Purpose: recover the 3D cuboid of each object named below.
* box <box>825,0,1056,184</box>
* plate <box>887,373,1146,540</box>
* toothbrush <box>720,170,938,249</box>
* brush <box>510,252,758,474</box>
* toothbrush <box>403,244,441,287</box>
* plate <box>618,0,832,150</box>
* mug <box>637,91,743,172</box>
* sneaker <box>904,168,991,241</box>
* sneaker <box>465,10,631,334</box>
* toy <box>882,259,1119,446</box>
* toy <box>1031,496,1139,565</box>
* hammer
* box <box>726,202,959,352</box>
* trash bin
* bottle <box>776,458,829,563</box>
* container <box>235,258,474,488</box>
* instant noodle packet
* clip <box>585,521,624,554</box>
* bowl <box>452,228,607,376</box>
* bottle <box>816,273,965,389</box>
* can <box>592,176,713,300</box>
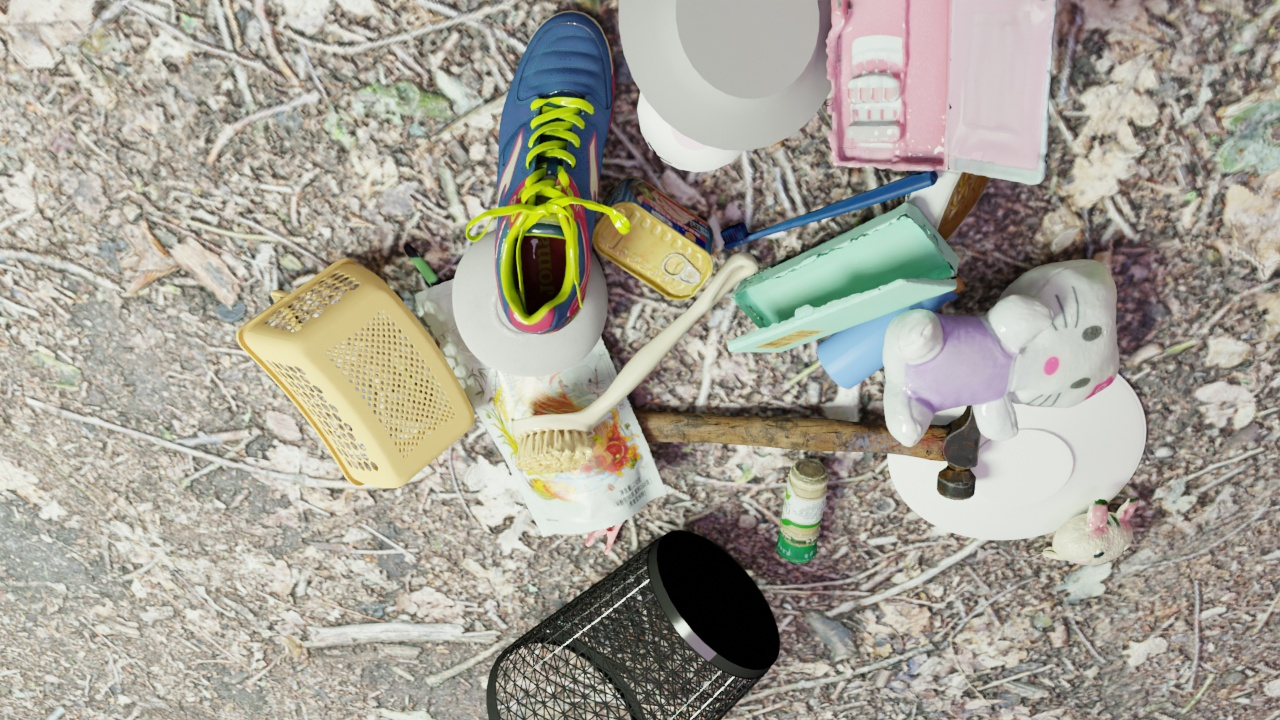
[{"bbox_3d":[0.192,-0.234,0.579,0.055,0.180,0.233,-20,116,-32],"label":"box"},{"bbox_3d":[0.349,0.091,0.851,0.229,0.030,0.230,3,123,5],"label":"plate"},{"bbox_3d":[0.138,-0.117,0.710,0.190,0.016,0.017,-12,115,43],"label":"toothbrush"},{"bbox_3d":[-0.005,0.005,0.785,0.272,0.062,0.077,-41,69,8],"label":"brush"},{"bbox_3d":[-0.158,-0.030,0.847,0.014,0.017,0.188,-30,114,14],"label":"toothbrush"},{"bbox_3d":[0.070,-0.233,0.625,0.172,0.019,0.173,-3,99,-19],"label":"plate"},{"bbox_3d":[0.031,-0.197,0.677,0.124,0.076,0.090,41,119,-18],"label":"mug"},{"bbox_3d":[0.225,-0.194,0.667,0.079,0.087,0.236,31,133,29],"label":"sneaker"},{"bbox_3d":[-0.060,-0.138,0.676,0.116,0.091,0.242,6,96,5],"label":"sneaker"},{"bbox_3d":[0.289,-0.005,0.739,0.209,0.085,0.138,-12,119,-14],"label":"toy"},{"bbox_3d":[0.429,0.170,0.876,0.087,0.050,0.113,1,132,-30],"label":"toy"},{"bbox_3d":[0.140,0.060,0.847,0.331,0.033,0.120,2,111,12],"label":"hammer"},{"bbox_3d":[0.150,-0.041,0.723,0.077,0.079,0.189,43,143,-21],"label":"box"},{"bbox_3d":[0.001,0.314,0.946,0.217,0.216,0.244,36,113,-16],"label":"trash bin"},{"bbox_3d":[0.161,0.149,0.907,0.043,0.042,0.110,5,123,4],"label":"bottle"},{"bbox_3d":[-0.255,0.011,0.831,0.167,0.129,0.183,11,137,53],"label":"container"},{"bbox_3d":[-0.087,0.035,0.844,0.147,0.057,0.269,-22,108,10],"label":"instant noodle packet"},{"bbox_3d":[-0.031,0.180,0.965,0.035,0.022,0.058,28,120,-7],"label":"clip"},{"bbox_3d":[-0.094,-0.049,0.770,0.132,0.064,0.132,0,101,1],"label":"bowl"},{"bbox_3d":[0.215,-0.030,0.779,0.048,0.048,0.131,42,119,-19],"label":"bottle"},{"bbox_3d":[0.013,-0.101,0.753,0.100,0.058,0.054,32,121,-13],"label":"can"}]
